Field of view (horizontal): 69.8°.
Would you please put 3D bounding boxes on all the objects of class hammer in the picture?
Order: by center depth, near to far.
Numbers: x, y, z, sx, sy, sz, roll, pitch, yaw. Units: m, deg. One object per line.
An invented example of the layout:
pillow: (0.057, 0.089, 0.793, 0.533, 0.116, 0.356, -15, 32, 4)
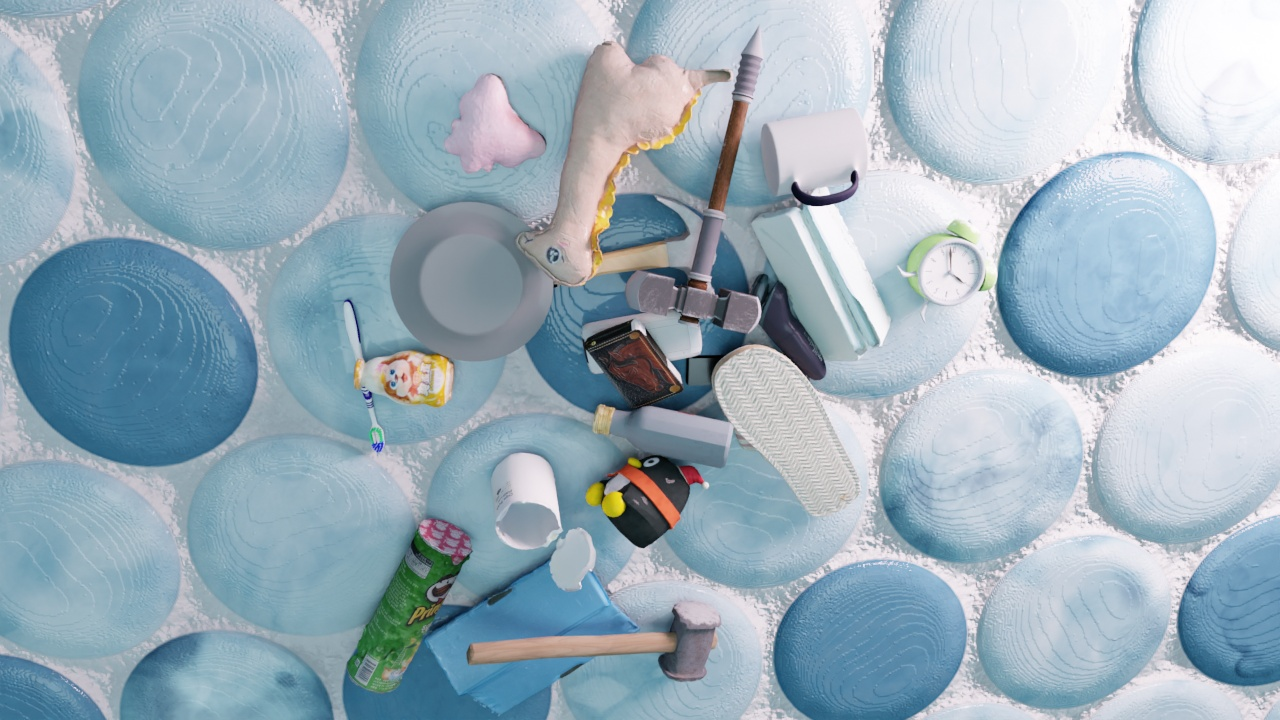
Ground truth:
hammer: (0.089, -0.195, 0.987, 0.156, 0.043, 0.322, 11, 98, -14)
hammer: (-0.080, -0.103, 1.034, 0.328, 0.039, 0.131, -10, 107, -1)
hammer: (-0.051, 0.351, 1.131, 0.328, 0.052, 0.098, 6, 108, -25)

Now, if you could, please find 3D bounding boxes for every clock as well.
clock: (0.360, -0.110, 1.066, 0.119, 0.042, 0.094, -28, 109, 5)

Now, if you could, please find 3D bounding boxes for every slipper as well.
slipper: (0.175, 0.085, 1.109, 0.115, 0.052, 0.263, -34, 114, 10)

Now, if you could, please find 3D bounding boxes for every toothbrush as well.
toothbrush: (-0.321, 0.020, 1.063, 0.015, 0.016, 0.187, -8, 109, -3)

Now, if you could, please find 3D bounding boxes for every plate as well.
plate: (-0.185, -0.083, 1.007, 0.178, 0.012, 0.178, -1, 106, -3)

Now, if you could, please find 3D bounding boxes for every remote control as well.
remote control: (0.002, -0.024, 1.071, 0.138, 0.025, 0.060, -10, 108, 1)
remote control: (0.129, 0.011, 1.100, 0.150, 0.013, 0.034, -1, 108, -5)

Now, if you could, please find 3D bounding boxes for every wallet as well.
wallet: (-0.006, 0.006, 1.052, 0.072, 0.019, 0.123, -23, 135, 15)

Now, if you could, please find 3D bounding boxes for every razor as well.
razor: (0.172, -0.036, 1.067, 0.052, 0.047, 0.143, -32, 104, 33)

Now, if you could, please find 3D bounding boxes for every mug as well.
mug: (0.190, -0.212, 0.985, 0.097, 0.111, 0.079, -11, 149, -2)

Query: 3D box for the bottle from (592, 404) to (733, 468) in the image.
bottle: (0.025, 0.084, 1.079, 0.161, 0.072, 0.046, 12, 64, 6)

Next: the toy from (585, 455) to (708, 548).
toy: (0.011, 0.160, 1.101, 0.119, 0.098, 0.100, -43, 108, -15)

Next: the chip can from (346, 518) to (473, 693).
chip can: (-0.285, 0.305, 1.129, 0.075, 0.075, 0.223, 26, 105, -12)

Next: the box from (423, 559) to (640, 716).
box: (-0.134, 0.356, 1.166, 0.232, 0.066, 0.173, -33, 109, 5)

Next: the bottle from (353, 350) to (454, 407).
bottle: (-0.268, 0.019, 1.041, 0.108, 0.063, 0.063, 4, 107, -9)

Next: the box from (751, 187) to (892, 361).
box: (0.222, -0.104, 1.054, 0.096, 0.086, 0.199, -42, 113, -26)

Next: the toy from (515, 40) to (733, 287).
toy: (-0.021, -0.201, 0.969, 0.196, 0.065, 0.264, 11, 91, 9)

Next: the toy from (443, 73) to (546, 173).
toy: (-0.159, -0.240, 0.974, 0.093, 0.050, 0.102, -39, 110, 4)

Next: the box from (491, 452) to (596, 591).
box: (-0.114, 0.185, 1.065, 0.118, 0.159, 0.085, 37, 107, -26)
